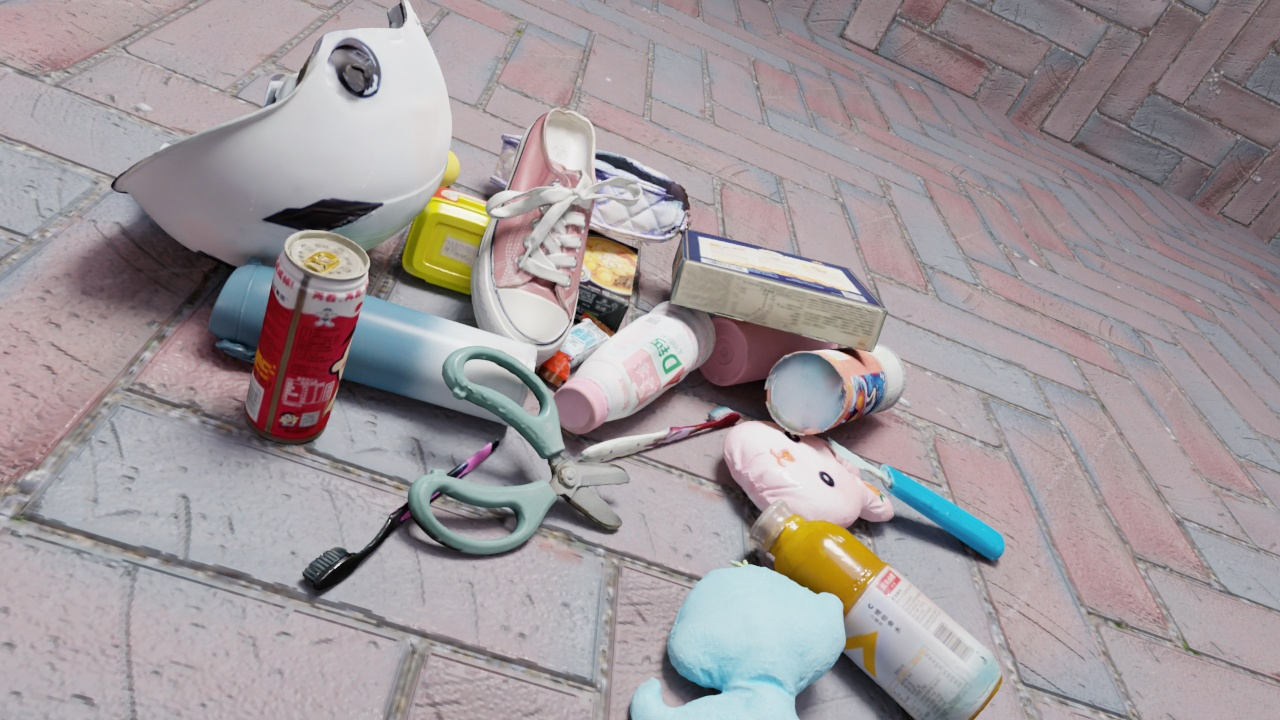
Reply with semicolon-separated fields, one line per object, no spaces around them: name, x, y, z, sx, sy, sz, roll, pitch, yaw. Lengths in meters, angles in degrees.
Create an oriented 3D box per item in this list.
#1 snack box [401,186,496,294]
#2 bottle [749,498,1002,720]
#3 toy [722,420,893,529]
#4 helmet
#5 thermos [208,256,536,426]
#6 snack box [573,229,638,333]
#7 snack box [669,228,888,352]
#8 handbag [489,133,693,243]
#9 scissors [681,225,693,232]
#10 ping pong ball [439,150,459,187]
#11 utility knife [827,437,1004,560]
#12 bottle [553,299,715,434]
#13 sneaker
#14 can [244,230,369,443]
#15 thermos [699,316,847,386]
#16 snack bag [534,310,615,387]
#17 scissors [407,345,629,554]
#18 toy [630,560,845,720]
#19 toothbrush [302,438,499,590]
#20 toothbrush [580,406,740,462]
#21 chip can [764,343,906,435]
snack box;-0.158;-0.110;0.809;0.091;0.082;0.080;17;23;-20
bottle;0.157;0.173;0.641;0.189;0.068;0.067;41;34;22
toy;0.141;0.096;0.760;0.159;0.054;0.121;9;32;-40
helmet;-0.246;-0.148;0.701;0.146;0.230;0.257;57;35;-24
thermos;-0.187;-0.010;0.656;0.220;0.070;0.070;17;33;-15
snack box;-0.065;-0.089;0.879;0.113;0.053;0.125;21;37;-11
snack box;0.121;-0.070;0.859;0.178;0.046;0.182;13;16;-1
handbag;-0.055;-0.179;0.928;0.134;0.076;0.194;9;16;-43
scissors;0.089;-0.114;1.064;0.150;0.014;0.170;25;29;-1
ping pong ball;-0.204;-0.196;0.932;0.040;0.040;0.040;19;32;-13
utility knife;0.239;0.118;0.792;0.204;0.018;0.034;32;32;-17
bottle;-0.005;0.004;0.765;0.068;0.068;0.196;36;33;14
sneaker;-0.072;-0.114;0.747;0.118;0.088;0.240;21;63;-24
can;-0.209;-0.013;0.574;0.053;0.133;0.053;19;33;-13
thermos;0.137;-0.020;0.917;0.198;0.067;0.087;-10;19;-44
snack bag;-0.057;-0.011;0.787;0.048;0.026;0.104;37;33;10
scissors;-0.084;0.080;0.612;0.175;0.019;0.175;46;49;-14
toy;0.065;0.186;0.569;0.161;0.050;0.156;-2;44;-18
toothbrush;-0.145;0.091;0.587;0.018;0.014;0.188;23;29;16
toothbrush;0.020;0.059;0.755;0.187;0.016;0.017;-10;39;-45
chip can;0.181;0.022;0.828;0.071;0.071;0.214;41;20;21
